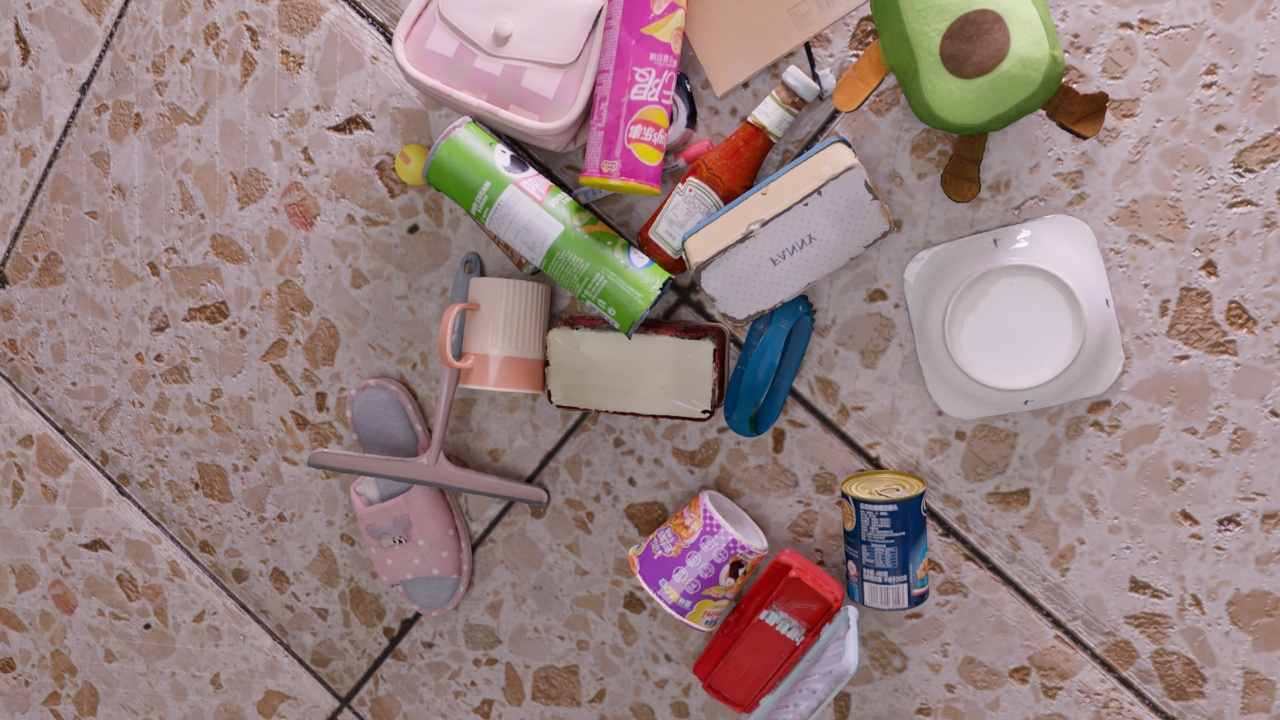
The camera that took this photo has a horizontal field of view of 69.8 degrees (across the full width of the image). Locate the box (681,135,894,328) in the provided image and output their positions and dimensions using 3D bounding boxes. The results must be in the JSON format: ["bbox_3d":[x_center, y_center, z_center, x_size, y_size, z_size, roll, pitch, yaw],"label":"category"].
[{"bbox_3d":[0.130,-0.111,0.784,0.184,0.060,0.090,-32,125,11],"label":"box"}]

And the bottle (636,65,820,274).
[{"bbox_3d":[0.078,-0.168,0.813,0.060,0.059,0.206,42,110,4],"label":"bottle"}]

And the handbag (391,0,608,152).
[{"bbox_3d":[-0.098,-0.322,0.827,0.193,0.093,0.234,26,101,9],"label":"handbag"}]

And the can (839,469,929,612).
[{"bbox_3d":[0.223,0.164,0.837,0.075,0.075,0.111,-2,102,17],"label":"can"}]

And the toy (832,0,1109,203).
[{"bbox_3d":[0.257,-0.258,0.721,0.227,0.090,0.247,-30,96,13],"label":"toy"}]

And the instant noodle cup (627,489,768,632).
[{"bbox_3d":[0.061,0.186,0.879,0.111,0.111,0.099,43,103,4],"label":"instant noodle cup"}]

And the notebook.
[{"bbox_3d":[0.079,-0.356,0.781,0.150,0.012,0.211,-27,93,28],"label":"notebook"}]

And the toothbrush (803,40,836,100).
[{"bbox_3d":[0.133,-0.313,0.785,0.018,0.015,0.181,-19,97,14],"label":"toothbrush"}]

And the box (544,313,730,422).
[{"bbox_3d":[-0.005,0.005,0.869,0.168,0.076,0.091,4,105,16],"label":"box"}]

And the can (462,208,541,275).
[{"bbox_3d":[-0.137,-0.151,0.883,0.058,0.057,0.147,-44,88,21],"label":"can"}]

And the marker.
[{"bbox_3d":[0.000,-0.174,0.858,0.145,0.017,0.017,-17,97,20],"label":"marker"}]

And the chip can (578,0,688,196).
[{"bbox_3d":[-0.001,-0.249,0.778,0.071,0.071,0.210,11,96,14],"label":"chip can"}]

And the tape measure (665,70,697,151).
[{"bbox_3d":[0.017,-0.223,0.832,0.066,0.033,0.066,-11,97,21],"label":"tape measure"}]

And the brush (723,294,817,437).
[{"bbox_3d":[0.114,0.006,0.834,0.055,0.073,0.144,24,109,14],"label":"brush"}]

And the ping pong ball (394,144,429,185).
[{"bbox_3d":[-0.223,-0.194,0.909,0.040,0.040,0.040,4,104,16],"label":"ping pong ball"}]

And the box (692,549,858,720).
[{"bbox_3d":[0.122,0.289,0.860,0.119,0.098,0.202,35,123,11],"label":"box"}]

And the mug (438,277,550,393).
[{"bbox_3d":[-0.141,-0.024,0.877,0.082,0.114,0.106,4,89,45],"label":"mug"}]

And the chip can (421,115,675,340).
[{"bbox_3d":[-0.081,-0.117,0.816,0.236,0.072,0.072,38,110,1],"label":"chip can"}]

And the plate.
[{"bbox_3d":[0.317,-0.032,0.784,0.164,0.034,0.163,-15,98,21],"label":"plate"}]

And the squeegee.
[{"bbox_3d":[-0.193,0.013,0.927,0.247,0.040,0.249,11,94,-9],"label":"squeegee"}]

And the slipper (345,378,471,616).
[{"bbox_3d":[-0.258,0.153,0.993,0.114,0.054,0.274,-10,99,19],"label":"slipper"}]
